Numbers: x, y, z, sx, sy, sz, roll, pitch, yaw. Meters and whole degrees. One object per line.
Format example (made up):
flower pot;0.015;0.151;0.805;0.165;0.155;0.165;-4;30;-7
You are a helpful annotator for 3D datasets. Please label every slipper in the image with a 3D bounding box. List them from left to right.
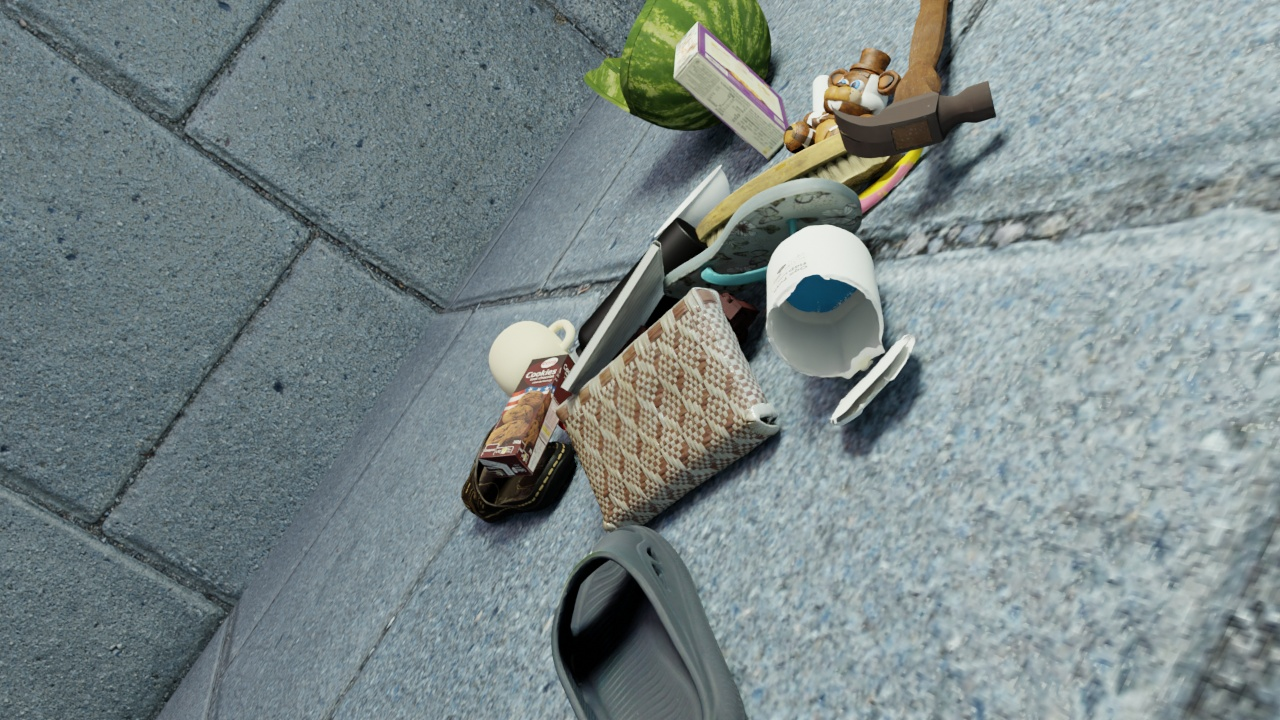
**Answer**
slipper;-0.154;0.119;1.030;0.112;0.075;0.268;-59;19;-19
slipper;-0.018;0.178;0.579;0.111;0.083;0.268;-54;19;4
slipper;0.100;-0.077;0.767;0.269;0.098;0.054;148;122;-67

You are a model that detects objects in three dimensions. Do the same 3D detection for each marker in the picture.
marker;0.191;-0.259;0.943;0.027;0.023;0.132;-20;32;24

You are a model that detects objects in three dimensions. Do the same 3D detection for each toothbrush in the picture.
toothbrush;0.207;-0.154;0.729;0.136;0.016;0.021;-47;21;28

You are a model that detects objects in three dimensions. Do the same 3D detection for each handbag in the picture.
handbag;0.017;0.044;0.711;0.186;0.046;0.124;-40;65;35

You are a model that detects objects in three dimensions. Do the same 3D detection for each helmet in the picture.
helmet;0.057;-0.421;1.234;0.247;0.242;0.214;54;140;44

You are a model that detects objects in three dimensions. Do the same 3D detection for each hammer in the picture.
hammer;0.232;-0.251;0.754;0.115;0.033;0.321;-10;33;28

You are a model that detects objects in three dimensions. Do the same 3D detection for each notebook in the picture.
notebook;-0.019;-0.026;0.849;0.142;0.009;0.210;-58;-6;-3

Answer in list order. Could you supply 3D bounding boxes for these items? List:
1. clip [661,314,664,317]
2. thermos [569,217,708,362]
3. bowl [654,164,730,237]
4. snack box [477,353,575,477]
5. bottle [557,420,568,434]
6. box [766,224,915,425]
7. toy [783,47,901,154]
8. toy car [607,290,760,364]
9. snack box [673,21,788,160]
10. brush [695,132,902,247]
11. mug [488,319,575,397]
clip;-0.009;0.019;0.939;0.127;0.028;0.113;-37;23;40
thermos;-0.013;-0.051;1.012;0.232;0.061;0.061;-48;19;18
bowl;0.068;-0.167;1.045;0.110;0.040;0.110;-47;8;8
snack box;-0.113;0.056;0.960;0.051;0.032;0.140;-8;41;34
bottle;-0.061;0.067;0.957;0.036;0.036;0.119;-55;18;-3
box;0.126;-0.026;0.598;0.083;0.092;0.165;-40;14;25
toy;0.188;-0.228;0.829;0.087;0.067;0.112;22;89;47
toy car;0.022;0.004;0.787;0.170;0.062;0.070;-49;-18;14
snack box;0.106;-0.314;1.061;0.041;0.143;0.147;-44;20;26
brush;0.134;-0.144;0.781;0.196;0.043;0.059;-27;-14;27
mug;-0.123;0.002;1.139;0.120;0.096;0.100;-49;29;1
